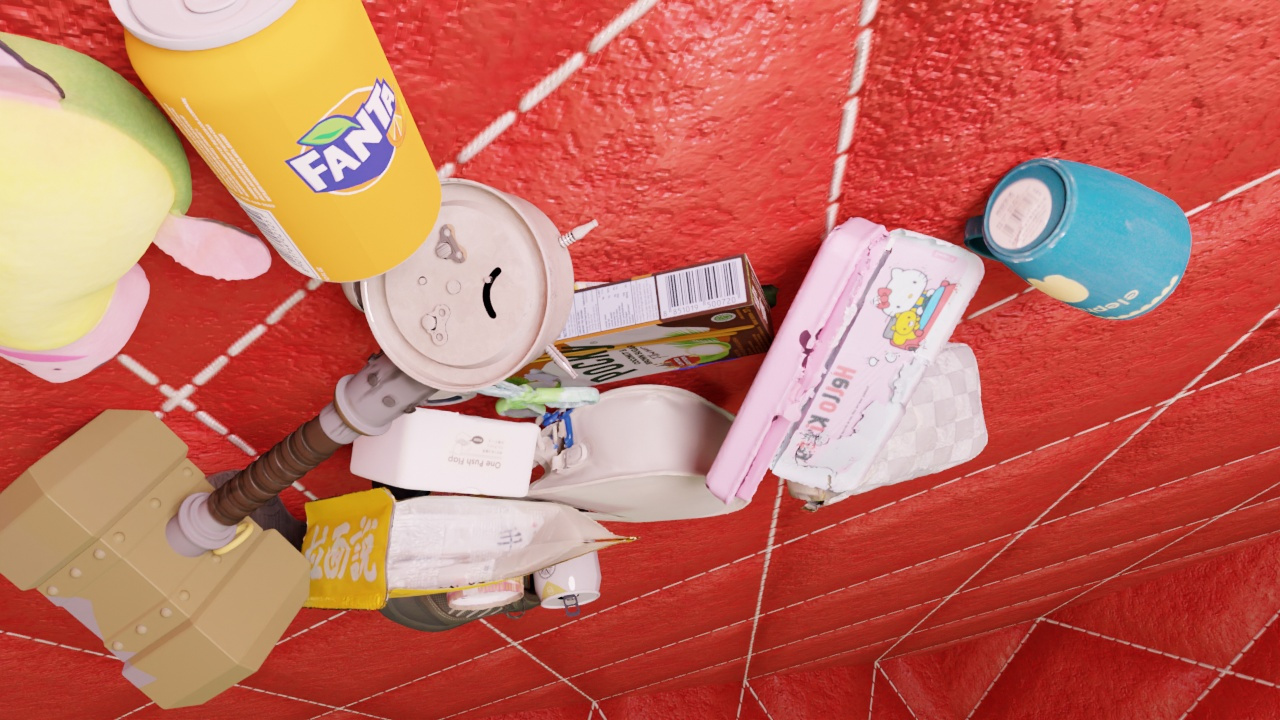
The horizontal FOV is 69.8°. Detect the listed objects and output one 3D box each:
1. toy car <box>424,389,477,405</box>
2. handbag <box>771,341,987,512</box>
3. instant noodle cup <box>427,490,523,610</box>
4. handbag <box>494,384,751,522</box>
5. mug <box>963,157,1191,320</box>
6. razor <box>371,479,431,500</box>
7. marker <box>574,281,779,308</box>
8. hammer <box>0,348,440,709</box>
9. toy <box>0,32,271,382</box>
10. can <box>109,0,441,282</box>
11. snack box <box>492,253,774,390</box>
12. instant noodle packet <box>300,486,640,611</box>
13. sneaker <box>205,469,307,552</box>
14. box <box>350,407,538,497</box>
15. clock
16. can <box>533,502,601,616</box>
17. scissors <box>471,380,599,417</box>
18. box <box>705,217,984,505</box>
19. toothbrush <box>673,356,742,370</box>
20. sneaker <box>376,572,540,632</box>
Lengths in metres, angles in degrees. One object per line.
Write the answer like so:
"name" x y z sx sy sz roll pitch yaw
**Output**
"toy car" -0.137 0.003 0.615 0.048 0.033 0.106 -8 153 -4
"handbag" 0.186 0.045 0.743 0.171 0.112 0.123 -11 -178 -18
"instant noodle cup" -0.151 0.174 0.867 0.097 0.108 0.098 -8 154 -4
"handbag" -0.022 0.086 0.761 0.200 0.093 0.200 -18 156 24
"mug" 0.257 -0.077 0.569 0.104 0.084 0.112 14 174 -31
"razor" -0.196 0.083 0.743 0.052 0.047 0.143 -10 151 -14
"marker" 0.023 -0.043 0.602 0.146 0.017 0.017 0 152 -20
"hammer" -0.238 0.074 0.577 0.326 0.100 0.190 -33 107 23
"toy" -0.256 -0.061 0.372 0.190 0.087 0.239 -9 158 -17
"can" -0.133 -0.097 0.358 0.079 0.079 0.143 -11 154 -1
"snack box" -0.014 -0.017 0.584 0.186 0.031 0.101 -11 163 13
"instant noodle packet" -0.132 0.143 0.717 0.221 0.084 0.163 6 164 -39
"sneaker" -0.363 0.162 0.785 0.120 0.095 0.235 -8 161 -7
"box" -0.143 0.071 0.649 0.107 0.076 0.103 15 171 -39
"clock" -0.103 -0.044 0.479 0.157 0.103 0.061 11 -169 16
"can" -0.076 0.185 0.897 0.064 0.127 0.064 -9 154 -5
"scissors" -0.084 0.023 0.576 0.078 0.032 0.175 -7 167 15
"box" 0.123 0.003 0.606 0.149 0.073 0.202 -2 127 -40
"toothbrush" -0.004 0.004 0.693 0.182 0.018 0.016 -10 159 4
"sneaker" -0.161 0.232 0.986 0.237 0.101 0.143 7 154 -41
